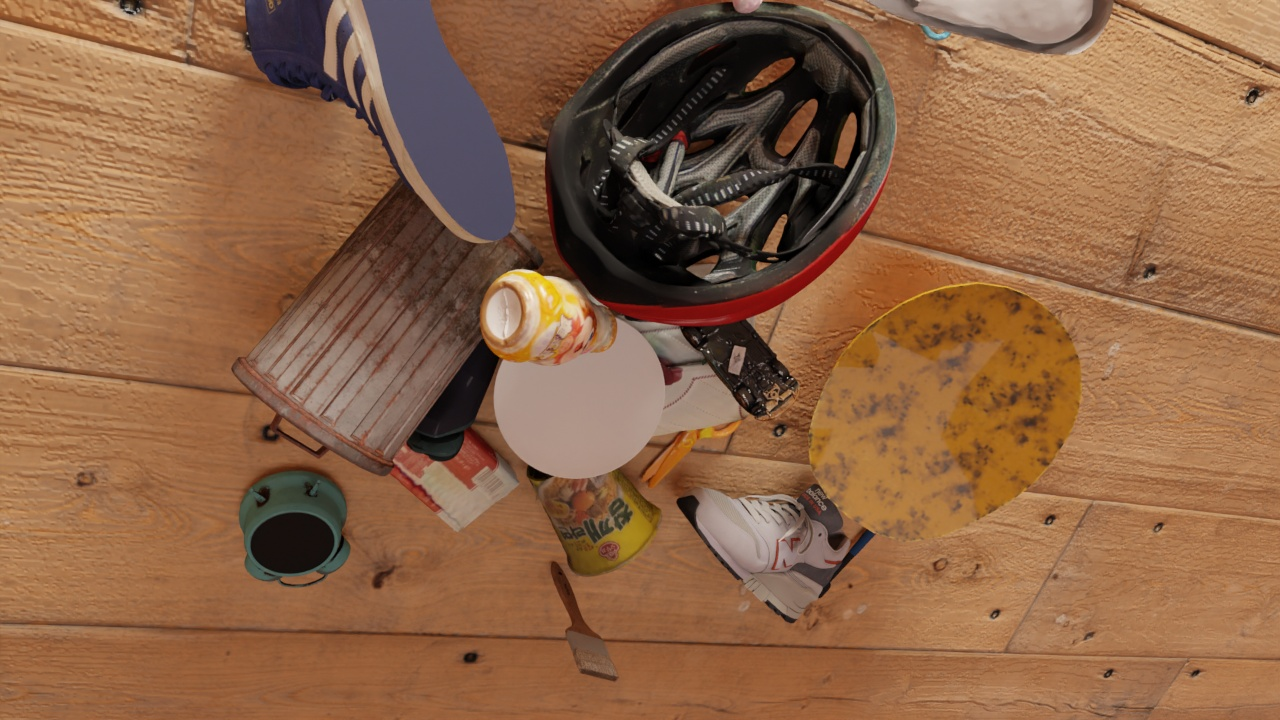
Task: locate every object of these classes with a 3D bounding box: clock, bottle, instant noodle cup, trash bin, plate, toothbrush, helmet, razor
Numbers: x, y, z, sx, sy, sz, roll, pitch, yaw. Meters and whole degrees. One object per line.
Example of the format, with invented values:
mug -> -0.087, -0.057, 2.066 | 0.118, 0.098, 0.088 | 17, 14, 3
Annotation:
clock -> -0.300, 0.154, 0.797 | 0.090, 0.053, 0.124 | -6, 122, -15
bottle -> -0.061, -0.027, 0.646 | 0.108, 0.063, 0.063 | 7, 120, -56
instant noodle cup -> -0.048, 0.127, 0.847 | 0.102, 0.102, 0.108 | -31, 114, 0
trash bin -> -0.182, -0.025, 0.661 | 0.131, 0.131, 0.211 | 41, 81, -31
plate -> -0.047, 0.027, 0.719 | 0.134, 0.011, 0.134 | -3, 103, -12
toothbrush -> 0.248, 0.202, 1.026 | 0.014, 0.014, 0.168 | 39, 99, 3
helmet -> 0.281, 0.035, 0.875 | 0.205, 0.131, 0.256 | 38, 109, 0
helmet -> 0.060, -0.140, 0.673 | 0.271, 0.217, 0.167 | -40, 168, -7
razor -> -0.144, 0.014, 0.756 | 0.142, 0.047, 0.052 | -67, 153, -8

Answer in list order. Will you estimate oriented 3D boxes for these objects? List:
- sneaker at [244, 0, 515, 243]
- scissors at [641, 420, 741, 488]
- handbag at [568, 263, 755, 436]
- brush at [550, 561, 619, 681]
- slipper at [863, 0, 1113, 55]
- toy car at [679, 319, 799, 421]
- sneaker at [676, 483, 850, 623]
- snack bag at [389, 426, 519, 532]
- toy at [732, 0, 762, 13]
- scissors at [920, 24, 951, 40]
sneaker -> -0.179, -0.170, 0.592 | 0.119, 0.091, 0.233 | -14, 103, 34
scissors -> 0.042, 0.075, 0.890 | 0.130, 0.013, 0.070 | -43, 121, 6
handbag -> -0.005, 0.005, 0.788 | 0.198, 0.096, 0.142 | -10, 119, -14
brush -> -0.063, 0.242, 0.870 | 0.045, 0.143, 0.008 | 28, 107, -38
slipper -> 0.238, -0.307, 0.699 | 0.246, 0.074, 0.112 | 18, 104, -10
toy car -> 0.076, 0.000, 0.731 | 0.047, 0.047, 0.112 | -37, 82, -10
sneaker -> 0.140, 0.171, 0.940 | 0.124, 0.089, 0.240 | -41, 131, 1
snack bag -> -0.202, 0.057, 0.785 | 0.077, 0.041, 0.225 | -38, 121, 3
toy -> 0.075, -0.303, 0.660 | 0.063, 0.047, 0.110 | -19, 81, -22
scissors -> 0.259, -0.329, 0.743 | 0.135, 0.015, 0.135 | -10, 117, -5
